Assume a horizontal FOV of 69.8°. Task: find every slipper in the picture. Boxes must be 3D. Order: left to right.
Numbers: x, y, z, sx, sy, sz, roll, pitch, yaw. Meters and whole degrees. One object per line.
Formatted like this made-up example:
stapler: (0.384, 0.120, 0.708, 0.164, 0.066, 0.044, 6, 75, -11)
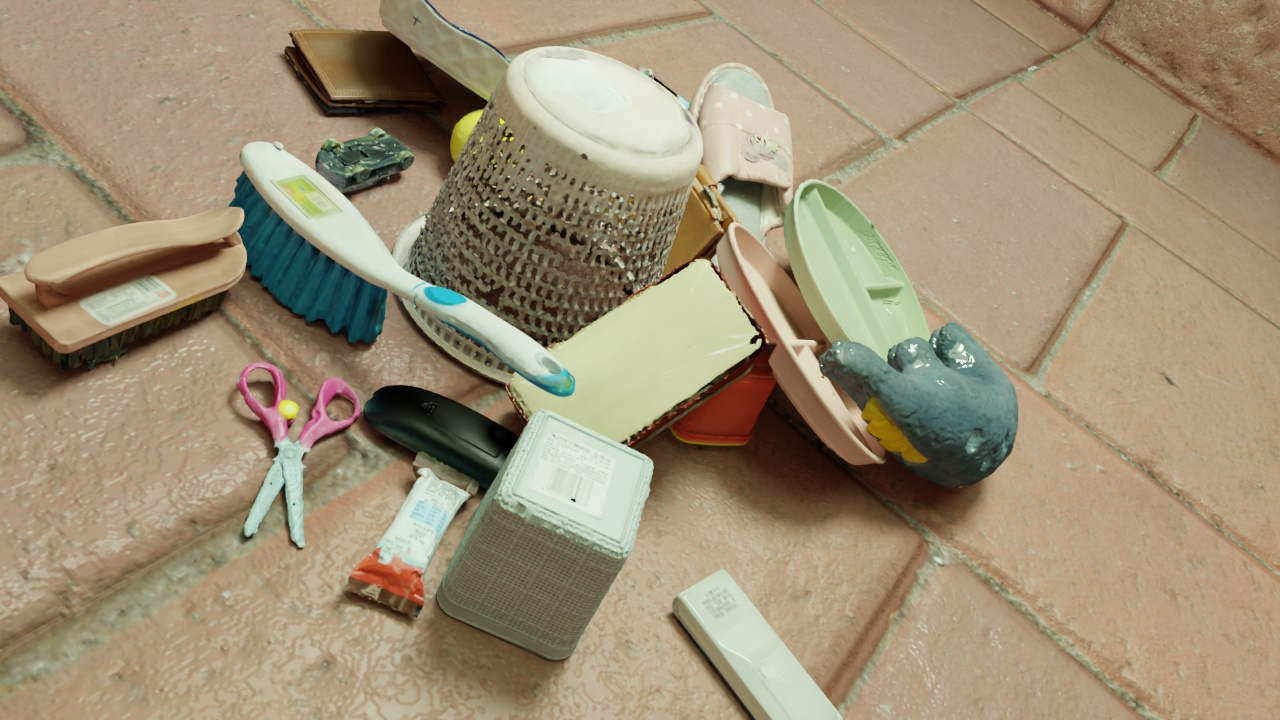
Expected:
slipper: (0.097, -0.171, 0.874, 0.114, 0.055, 0.274, 18, 67, -29)

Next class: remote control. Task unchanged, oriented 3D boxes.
remote control: (-0.118, 0.052, 0.613, 0.136, 0.024, 0.053, 28, 37, -4)
remote control: (0.075, 0.192, 0.585, 0.048, 0.024, 0.125, -19, 58, -43)

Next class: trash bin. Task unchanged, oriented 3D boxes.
trash bin: (-0.057, -0.118, 0.702, 0.227, 0.193, 0.227, 17, 41, -15)

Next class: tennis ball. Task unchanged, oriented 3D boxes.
tennis ball: (-0.139, -0.194, 0.830, 0.065, 0.066, 0.065, 17, 41, -15)

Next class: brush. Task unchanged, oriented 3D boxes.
brush: (-0.310, -0.053, 0.573, 0.063, 0.073, 0.145, 39, 38, 12)
brush: (-0.174, -0.048, 0.620, 0.314, 0.110, 0.060, 42, 38, 15)

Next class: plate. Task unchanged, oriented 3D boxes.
plate: (-0.160, -0.287, 0.873, 0.205, 0.045, 0.204, 33, 10, -7)
plate: (0.130, -0.011, 0.752, 0.229, 0.028, 0.229, 49, 20, -25)
plate: (0.210, -0.068, 0.880, 0.230, 0.028, 0.229, 31, 42, -34)

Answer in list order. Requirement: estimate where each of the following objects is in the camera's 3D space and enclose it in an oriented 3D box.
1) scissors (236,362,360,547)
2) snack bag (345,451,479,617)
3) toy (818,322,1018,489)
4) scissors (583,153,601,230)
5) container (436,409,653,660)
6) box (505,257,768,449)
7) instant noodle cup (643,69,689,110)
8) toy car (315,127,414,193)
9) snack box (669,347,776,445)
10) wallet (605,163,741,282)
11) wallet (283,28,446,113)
scissors: (-0.206, 0.057, 0.567, 0.093, 0.017, 0.137, 6, 49, -36)
snack bag: (-0.134, 0.102, 0.551, 0.048, 0.026, 0.104, 29, 38, -11)
toy: (0.263, 0.040, 0.789, 0.355, 0.092, 0.137, -3, 66, -53)
scissors: (-0.051, -0.208, 0.872, 0.012, 0.162, 0.175, -8, 20, -2)
container: (-0.052, 0.099, 0.537, 0.090, 0.112, 0.089, 25, 39, -5)
box: (-0.004, 0.004, 0.625, 0.168, 0.077, 0.091, -33, 80, -11)
instant noodle cup: (0.033, -0.218, 0.937, 0.120, 0.111, 0.111, 27, 39, -15)
toy car: (-0.231, -0.166, 0.771, 0.043, 0.034, 0.090, 36, 38, 11)
snack box: (0.060, 0.012, 0.722, 0.082, 0.080, 0.091, 5, 45, -28)
wallet: (0.025, -0.131, 0.834, 0.031, 0.108, 0.131, 15, 37, -47)
wallet: (-0.259, -0.271, 0.870, 0.124, 0.032, 0.101, -15, 60, -40)
